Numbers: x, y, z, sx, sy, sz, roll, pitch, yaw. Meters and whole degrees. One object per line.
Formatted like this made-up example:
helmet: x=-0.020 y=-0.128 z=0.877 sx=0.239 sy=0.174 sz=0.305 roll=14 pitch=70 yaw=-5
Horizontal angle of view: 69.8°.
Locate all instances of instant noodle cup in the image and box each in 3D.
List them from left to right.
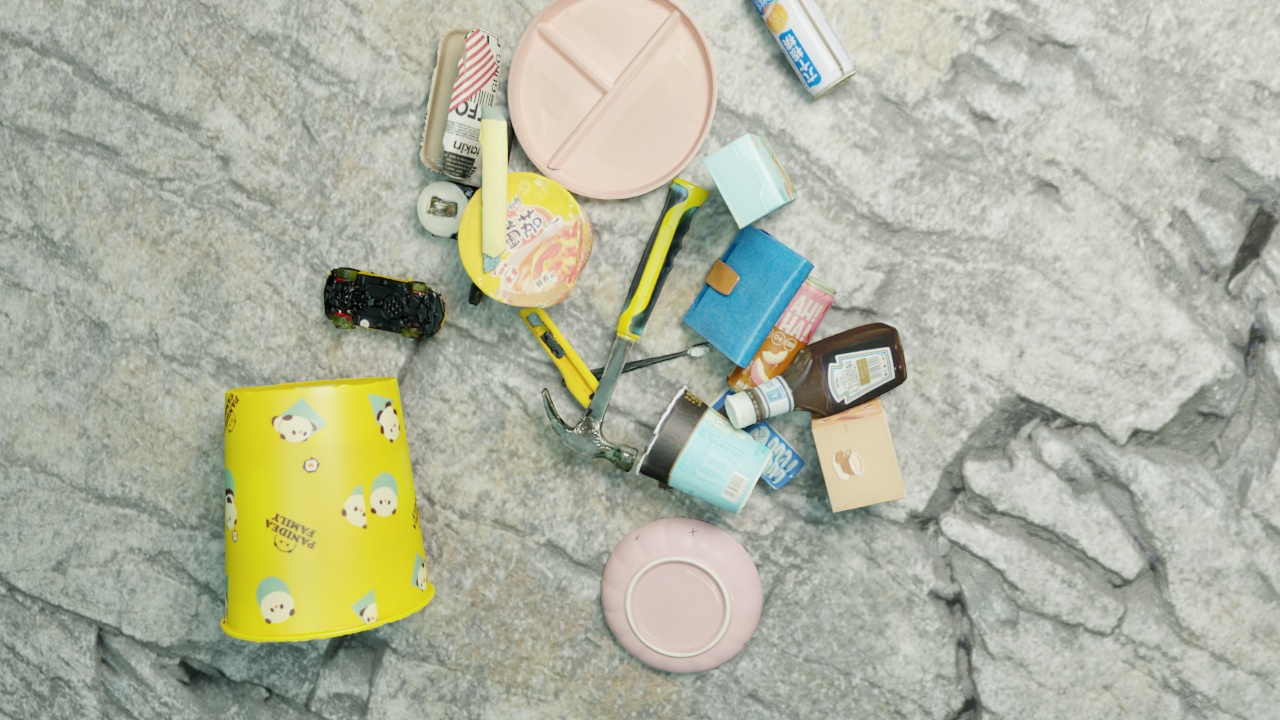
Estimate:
instant noodle cup: x=-0.115 y=-0.131 z=0.994 sx=0.138 sy=0.109 sz=0.138 roll=1 pitch=98 yaw=9
instant noodle cup: x=0.073 y=0.103 z=0.991 sx=0.120 sy=0.111 sz=0.111 roll=28 pitch=102 yaw=9

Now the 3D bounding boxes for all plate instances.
plate: x=-0.031 y=-0.291 z=0.998 sx=0.229 sy=0.028 sz=0.229 roll=1 pitch=98 yaw=8
plate: x=0.045 y=0.280 z=1.068 sx=0.192 sy=0.039 sz=0.192 roll=1 pitch=99 yaw=9

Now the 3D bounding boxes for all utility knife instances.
utility knife: x=-0.150 y=-0.172 z=0.928 sx=0.031 sy=0.018 sz=0.167 roll=5 pitch=97 yaw=13
utility knife: x=-0.104 y=-0.022 z=1.050 sx=0.033 sy=0.015 sz=0.209 roll=-38 pitch=88 yaw=12

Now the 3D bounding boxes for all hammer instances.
hammer: x=-0.010 y=-0.046 z=1.014 sx=0.126 sy=0.032 sz=0.323 roll=22 pitch=96 yaw=0

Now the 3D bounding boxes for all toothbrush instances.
toothbrush: x=-0.172 y=-0.166 z=1.040 sx=0.027 sy=0.026 sz=0.213 roll=25 pitch=107 yaw=51
toothbrush: x=-0.006 y=0.006 z=1.047 sx=0.181 sy=0.018 sz=0.016 roll=-13 pitch=104 yaw=13

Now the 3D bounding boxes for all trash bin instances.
trash bin: x=-0.356 y=0.152 z=1.029 sx=0.230 sy=0.229 sz=0.255 roll=-3 pitch=92 yaw=9

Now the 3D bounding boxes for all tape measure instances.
tape measure: x=-0.219 y=-0.171 z=1.044 sx=0.066 sy=0.033 sz=0.066 roll=10 pitch=99 yaw=7

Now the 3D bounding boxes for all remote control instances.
remote control: x=0.127 y=0.086 z=1.032 sx=0.125 sy=0.024 sz=0.049 roll=46 pitch=103 yaw=4

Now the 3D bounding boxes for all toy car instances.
toy car: x=-0.297 y=-0.065 z=1.068 sx=0.156 sy=0.041 sz=0.071 roll=10 pitch=100 yaw=9

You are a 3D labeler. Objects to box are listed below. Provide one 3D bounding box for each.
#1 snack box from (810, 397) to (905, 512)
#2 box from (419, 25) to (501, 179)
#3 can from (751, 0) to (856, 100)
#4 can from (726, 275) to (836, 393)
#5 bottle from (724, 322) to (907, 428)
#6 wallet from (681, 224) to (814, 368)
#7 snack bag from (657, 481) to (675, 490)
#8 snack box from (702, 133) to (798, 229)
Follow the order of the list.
snack box: x=0.230 y=0.099 z=0.982 sx=0.077 sy=0.094 sz=0.093 roll=-14 pitch=96 yaw=11
box: x=-0.204 y=-0.284 z=1.011 sx=0.088 sy=0.076 sz=0.163 roll=17 pitch=102 yaw=29
can: x=0.166 y=-0.339 z=0.945 sx=0.053 sy=0.053 sz=0.134 roll=-32 pitch=93 yaw=12
can: x=0.152 y=-0.024 z=0.994 sx=0.058 sy=0.057 sz=0.147 roll=30 pitch=102 yaw=3
bottle: x=0.184 y=0.023 z=0.968 sx=0.194 sy=0.044 sz=0.080 roll=-20 pitch=109 yaw=-10
wallet: x=0.113 y=-0.072 z=0.981 sx=0.133 sy=0.040 sz=0.106 roll=-57 pitch=46 yaw=11
snack bag: x=0.072 y=0.132 z=1.047 sx=0.105 sy=0.026 sz=0.045 roll=6 pitch=101 yaw=9
snack box: x=0.114 y=-0.181 z=0.917 sx=0.052 sy=0.174 sz=0.074 roll=-27 pitch=94 yaw=18
